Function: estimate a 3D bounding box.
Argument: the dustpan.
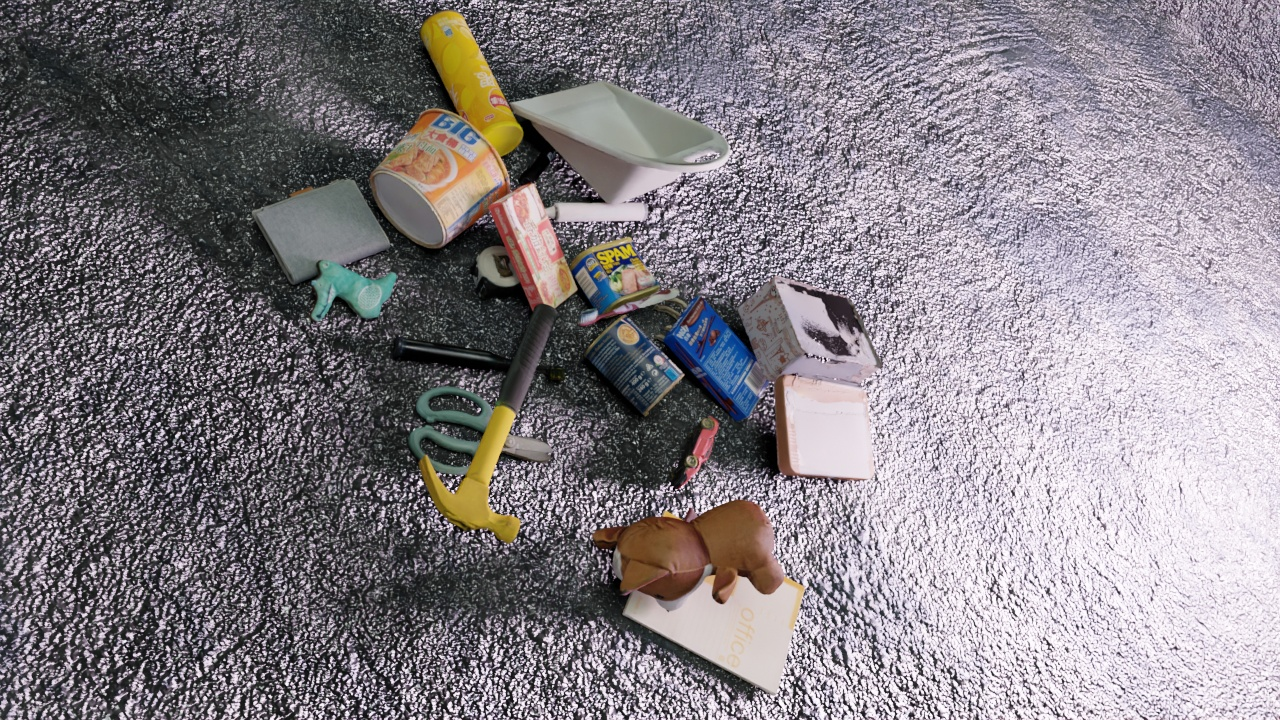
[{"bbox_3d":[-0.006,-0.333,1.307,0.257,0.143,0.222,52,43,5],"label":"dustpan"}]

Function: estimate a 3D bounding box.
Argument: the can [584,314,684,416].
[{"bbox_3d":[-0.007,0.007,1.170,0.111,0.075,0.075,45,54,4],"label":"can"}]

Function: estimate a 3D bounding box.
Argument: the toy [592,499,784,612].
[{"bbox_3d":[0.054,0.225,1.048,0.199,0.140,0.130,0,103,-23],"label":"toy"}]

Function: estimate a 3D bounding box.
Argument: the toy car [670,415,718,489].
[{"bbox_3d":[0.069,0.119,1.159,0.031,0.049,0.106,32,53,-4],"label":"toy car"}]

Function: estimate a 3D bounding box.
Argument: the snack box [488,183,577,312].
[{"bbox_3d":[-0.135,-0.141,1.169,0.075,0.026,0.153,-45,121,-49],"label":"snack box"}]

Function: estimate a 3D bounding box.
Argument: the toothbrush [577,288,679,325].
[{"bbox_3d":[-0.012,-0.074,1.185,0.016,0.017,0.187,31,35,34],"label":"toothbrush"}]

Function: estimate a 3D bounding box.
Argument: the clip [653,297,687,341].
[{"bbox_3d":[0.060,-0.059,1.266,0.101,0.035,0.096,-15,71,-36],"label":"clip"}]

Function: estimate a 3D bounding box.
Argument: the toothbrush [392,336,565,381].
[{"bbox_3d":[-0.193,0.001,1.118,0.212,0.026,0.027,10,51,-21],"label":"toothbrush"}]

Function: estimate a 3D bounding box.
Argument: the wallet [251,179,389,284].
[{"bbox_3d":[-0.387,-0.159,1.111,0.129,0.037,0.106,-29,89,-34],"label":"wallet"}]

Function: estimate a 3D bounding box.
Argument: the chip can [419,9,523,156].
[{"bbox_3d":[-0.238,-0.389,1.289,0.072,0.072,0.213,-16,70,-31],"label":"chip can"}]

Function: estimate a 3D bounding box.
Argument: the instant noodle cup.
[{"bbox_3d":[-0.255,-0.219,1.146,0.151,0.152,0.111,39,62,0],"label":"instant noodle cup"}]

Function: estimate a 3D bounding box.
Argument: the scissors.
[{"bbox_3d":[-0.184,0.073,1.086,0.185,0.019,0.129,-1,63,-27],"label":"scissors"}]

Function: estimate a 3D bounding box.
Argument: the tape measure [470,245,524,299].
[{"bbox_3d":[-0.182,-0.113,1.182,0.065,0.034,0.066,-11,68,-31],"label":"tape measure"}]

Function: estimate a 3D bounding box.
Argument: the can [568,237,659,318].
[{"bbox_3d":[-0.033,-0.110,1.230,0.101,0.057,0.083,-23,76,-43],"label":"can"}]

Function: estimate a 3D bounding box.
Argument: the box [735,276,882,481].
[{"bbox_3d":[0.244,0.030,1.248,0.178,0.103,0.260,10,52,-38],"label":"box"}]

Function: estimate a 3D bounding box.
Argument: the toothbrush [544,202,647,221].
[{"bbox_3d":[-0.092,-0.207,1.283,0.220,0.027,0.026,-5,79,-27],"label":"toothbrush"}]

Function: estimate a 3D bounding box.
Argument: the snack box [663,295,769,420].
[{"bbox_3d":[0.106,-0.002,1.235,0.157,0.026,0.084,47,52,-14],"label":"snack box"}]

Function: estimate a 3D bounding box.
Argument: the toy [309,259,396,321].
[{"bbox_3d":[-0.347,-0.080,1.085,0.092,0.030,0.096,28,74,-20],"label":"toy"}]

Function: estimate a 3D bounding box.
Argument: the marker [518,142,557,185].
[{"bbox_3d":[-0.135,-0.294,1.317,0.022,0.020,0.131,16,53,19],"label":"marker"}]

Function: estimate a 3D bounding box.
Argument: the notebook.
[{"bbox_3d":[0.092,0.288,1.098,0.206,0.010,0.145,30,54,-6],"label":"notebook"}]

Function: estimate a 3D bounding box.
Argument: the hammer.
[{"bbox_3d":[-0.158,0.057,1.073,0.128,0.033,0.299,27,57,-14],"label":"hammer"}]
